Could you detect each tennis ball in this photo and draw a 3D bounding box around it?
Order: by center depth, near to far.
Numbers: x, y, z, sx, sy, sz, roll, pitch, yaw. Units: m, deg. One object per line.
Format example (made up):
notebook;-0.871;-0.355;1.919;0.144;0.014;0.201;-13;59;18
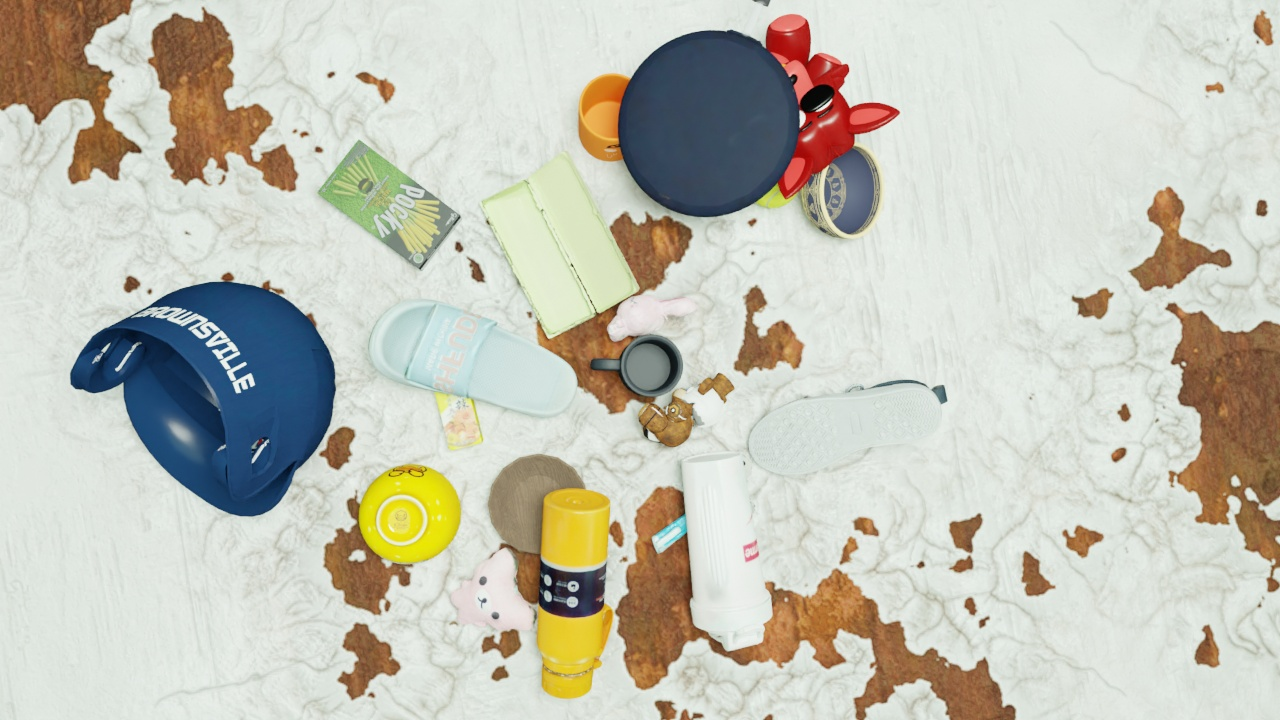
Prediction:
tennis ball;0.159;-0.216;1.100;0.065;0.065;0.065;0;88;-4

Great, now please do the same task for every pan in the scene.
pan;0.103;-0.327;0.981;0.199;0.021;0.357;25;100;7

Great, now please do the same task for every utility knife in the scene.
utility knife;0.067;0.190;1.111;0.123;0.015;0.022;-34;96;-7

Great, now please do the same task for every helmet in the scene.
helmet;-0.445;0.044;0.987;0.232;0.222;0.273;32;116;8

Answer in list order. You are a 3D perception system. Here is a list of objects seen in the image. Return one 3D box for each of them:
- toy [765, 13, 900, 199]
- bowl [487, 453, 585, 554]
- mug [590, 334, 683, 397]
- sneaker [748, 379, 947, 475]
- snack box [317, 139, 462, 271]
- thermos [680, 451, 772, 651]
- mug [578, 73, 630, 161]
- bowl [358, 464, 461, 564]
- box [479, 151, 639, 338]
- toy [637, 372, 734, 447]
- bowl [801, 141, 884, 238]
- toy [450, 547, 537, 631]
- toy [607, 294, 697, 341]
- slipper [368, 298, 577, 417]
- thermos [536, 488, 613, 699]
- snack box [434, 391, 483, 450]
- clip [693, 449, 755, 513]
toy;0.172;-0.289;1.045;0.158;0.120;0.197;-36;53;4
bowl;-0.121;0.168;1.090;0.118;0.030;0.118;0;89;-4
mug;-0.006;0.006;1.078;0.105;0.077;0.071;2;88;-4
sneaker;0.245;0.071;1.094;0.236;0.087;0.089;-13;98;18
snack box;-0.297;-0.184;1.089;0.147;0.025;0.080;37;87;-2
thermos;0.096;0.220;1.064;0.099;0.099;0.220;-8;93;-4
mug;-0.021;-0.294;1.075;0.112;0.096;0.077;-40;91;-4
bowl;-0.270;0.181;1.061;0.117;0.067;0.117;0;88;-4
box;-0.096;-0.135;1.092;0.141;0.047;0.187;-29;90;20
toy;0.057;0.057;1.081;0.112;0.087;0.067;-43;69;-11
bowl;0.233;-0.203;1.102;0.112;0.061;0.112;-6;100;-36
toy;-0.177;0.278;1.075;0.096;0.052;0.099;-20;87;8
toy;0.011;-0.056;1.088;0.110;0.063;0.047;-14;88;-7
slipper;-0.182;-0.002;1.046;0.245;0.074;0.104;20;77;-19
thermos;-0.071;0.269;1.051;0.091;0.076;0.233;2;102;-10
snack box;-0.224;0.031;1.087;0.040;0.029;0.148;-15;90;-5
clip;0.112;0.134;1.111;0.101;0.040;0.054;41;100;3
